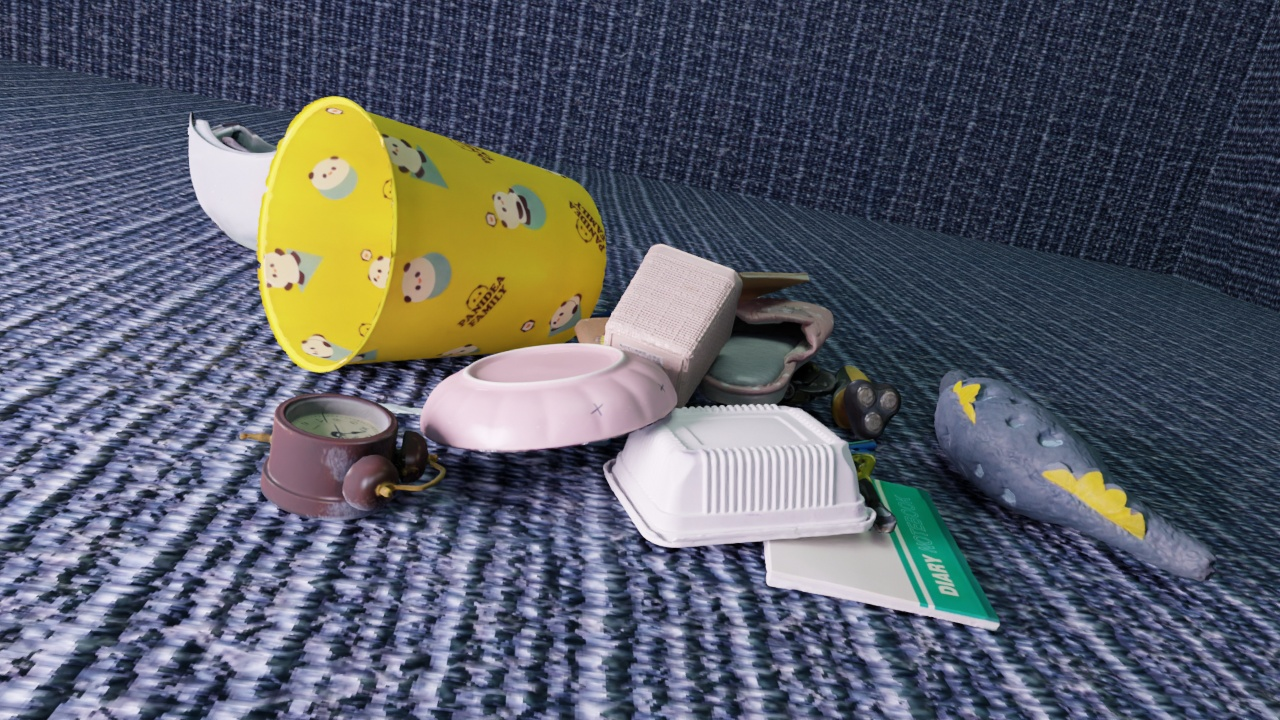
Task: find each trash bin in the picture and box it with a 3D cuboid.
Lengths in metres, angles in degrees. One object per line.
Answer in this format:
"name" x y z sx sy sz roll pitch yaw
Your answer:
"trash bin" -0.185 -0.103 0.858 0.230 0.230 0.254 26 17 40

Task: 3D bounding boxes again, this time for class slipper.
"slipper" 0.126 -0.025 0.917 0.114 0.054 0.273 12 24 19

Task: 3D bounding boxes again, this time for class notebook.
"notebook" 0.162 0.125 0.679 0.150 0.012 0.208 12 16 1
"notebook" 0.056 -0.059 0.988 0.212 0.012 0.149 -18 -7 35

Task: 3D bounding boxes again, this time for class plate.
"plate" -0.069 0.019 0.684 0.192 0.039 0.192 -5 13 1

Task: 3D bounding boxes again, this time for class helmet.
"helmet" -0.423 -0.200 1.123 0.229 0.146 0.258 14 9 5

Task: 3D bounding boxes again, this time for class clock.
"clock" -0.183 0.063 0.581 0.122 0.055 0.082 16 17 10

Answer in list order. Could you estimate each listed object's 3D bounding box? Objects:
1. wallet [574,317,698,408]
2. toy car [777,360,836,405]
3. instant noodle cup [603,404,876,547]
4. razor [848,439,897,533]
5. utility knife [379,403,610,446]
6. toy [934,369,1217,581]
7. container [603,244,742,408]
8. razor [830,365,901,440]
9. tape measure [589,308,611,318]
"wallet" -0.005 0.005 0.846 0.090 0.033 0.115 -4 44 -21
"toy car" 0.123 0.016 0.943 0.158 0.042 0.070 15 25 31
"instant noodle cup" 0.071 0.074 0.666 0.173 0.060 0.138 0 17 -18
"razor" 0.177 0.099 0.713 0.043 0.022 0.142 -11 18 4
"utility knife" -0.125 0.048 0.734 0.202 0.018 0.034 6 18 -11
"toy" 0.335 0.076 0.815 0.137 0.091 0.356 19 16 -18
"container" 0.024 -0.026 0.794 0.090 0.090 0.110 22 47 12
"razor" 0.226 0.034 0.944 0.068 0.062 0.167 -18 8 10
"tape measure" -0.060 -0.046 1.054 0.058 0.025 0.054 -3 11 -19
